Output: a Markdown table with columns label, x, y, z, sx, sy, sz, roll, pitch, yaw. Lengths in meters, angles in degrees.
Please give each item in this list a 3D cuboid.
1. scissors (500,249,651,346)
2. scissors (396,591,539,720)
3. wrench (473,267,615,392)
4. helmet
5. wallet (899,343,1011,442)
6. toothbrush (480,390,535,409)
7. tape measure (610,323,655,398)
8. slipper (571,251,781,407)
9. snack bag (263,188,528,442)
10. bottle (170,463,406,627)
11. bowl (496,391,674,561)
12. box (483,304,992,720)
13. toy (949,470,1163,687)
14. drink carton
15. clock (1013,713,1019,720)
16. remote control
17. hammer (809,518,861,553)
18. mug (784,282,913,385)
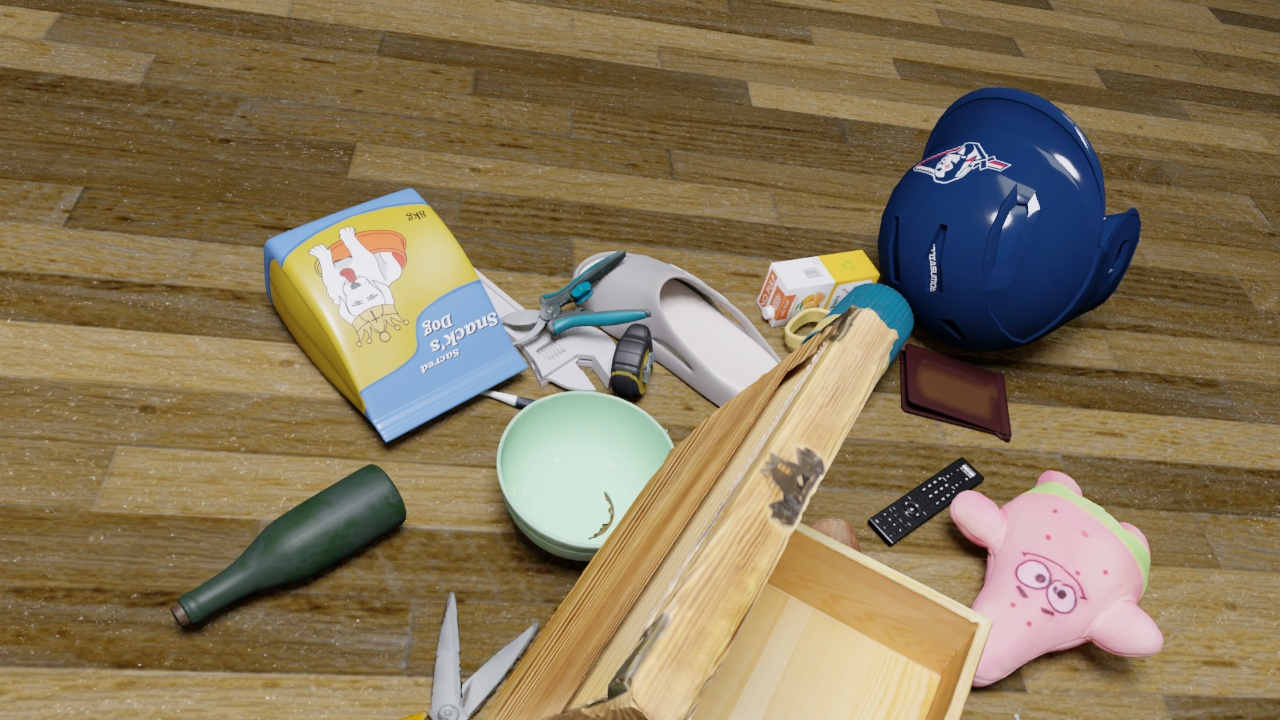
| label | x | y | z | sx | sy | sz | roll | pitch | yaw |
| --- | --- | --- | --- | --- | --- | --- | --- | --- | --- |
| scissors | -0.055 | -0.051 | 0.880 | 0.124 | 0.019 | 0.153 | 32 | 70 | 29 |
| scissors | -0.133 | 0.271 | 0.634 | 0.216 | 0.016 | 0.224 | 40 | 52 | 20 |
| wrench | -0.133 | -0.056 | 0.922 | 0.273 | 0.018 | 0.086 | 39 | 52 | 21 |
| helmet | 0.358 | -0.141 | 0.950 | 0.222 | 0.272 | 0.232 | -13 | 22 | -29 |
| wallet | 0.329 | 0.032 | 0.958 | 0.115 | 0.018 | 0.091 | 16 | 47 | -2 |
| toothbrush | -0.096 | 0.045 | 0.846 | 0.187 | 0.012 | 0.017 | 13 | 61 | -2 |
| tape measure | -0.005 | 0.005 | 0.868 | 0.034 | 0.062 | 0.061 | 11 | 49 | 14 |
| slipper | 0.048 | -0.045 | 0.913 | 0.266 | 0.081 | 0.112 | 40 | 55 | 20 |
| snack bag | -0.222 | -0.039 | 0.837 | 0.158 | 0.102 | 0.205 | -30 | 72 | -33 |
| bottle | -0.264 | 0.143 | 0.690 | 0.173 | 0.055 | 0.055 | -31 | 63 | -32 |
| bowl | -0.046 | 0.105 | 0.760 | 0.151 | 0.077 | 0.150 | 7 | 48 | -8 |
| box | 0.057 | 0.157 | 0.545 | 0.284 | 0.324 | 0.278 | 24 | 51 | 19 |
| toy | 0.340 | 0.187 | 0.776 | 0.236 | 0.097 | 0.192 | -35 | 56 | -27 |
| drink carton | 0.188 | -0.078 | 0.990 | 0.122 | 0.059 | 0.040 | -10 | 53 | -22 |
| clock | 0.304 | 0.324 | 0.652 | 0.096 | 0.048 | 0.137 | 2 | 57 | -50 |
| remote control | 0.269 | 0.130 | 0.860 | 0.139 | 0.009 | 0.030 | -24 | 59 | -30 |
| hammer | 0.172 | 0.256 | 0.709 | 0.158 | 0.037 | 0.300 | 3 | 48 | -11 |
| mug | 0.208 | -0.026 | 0.940 | 0.114 | 0.083 | 0.107 | 19 | 44 | 30 |
